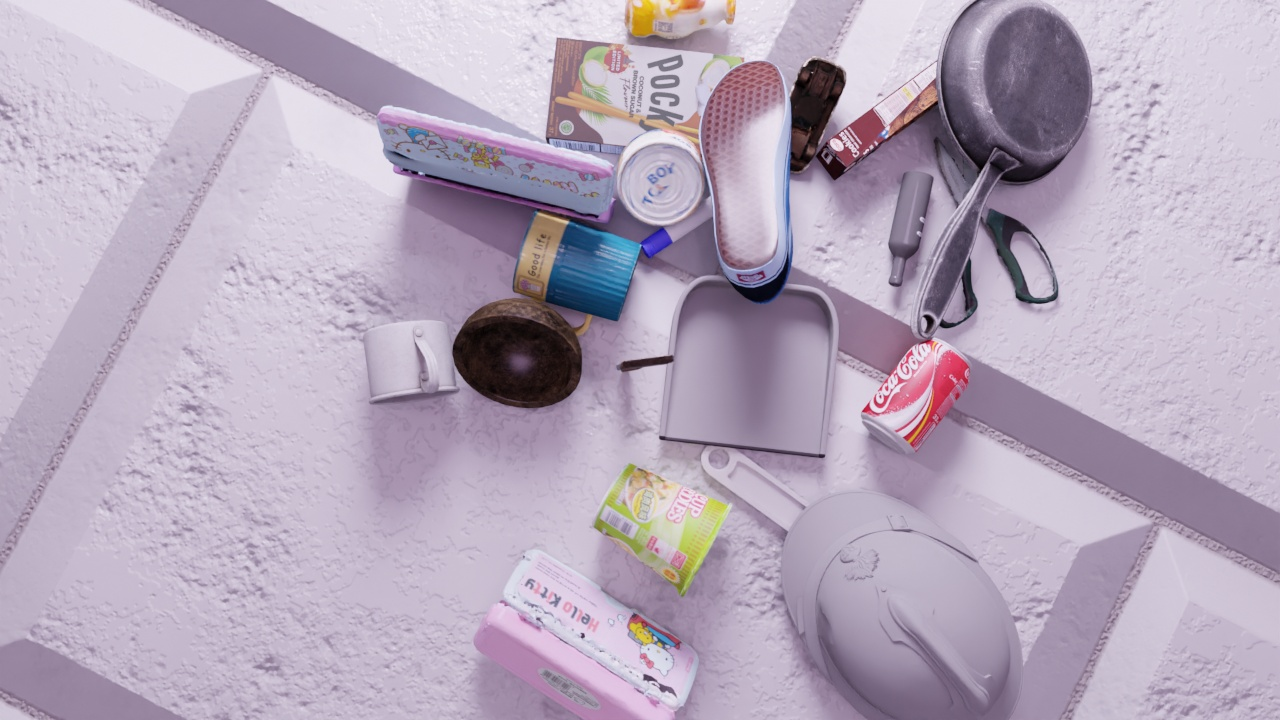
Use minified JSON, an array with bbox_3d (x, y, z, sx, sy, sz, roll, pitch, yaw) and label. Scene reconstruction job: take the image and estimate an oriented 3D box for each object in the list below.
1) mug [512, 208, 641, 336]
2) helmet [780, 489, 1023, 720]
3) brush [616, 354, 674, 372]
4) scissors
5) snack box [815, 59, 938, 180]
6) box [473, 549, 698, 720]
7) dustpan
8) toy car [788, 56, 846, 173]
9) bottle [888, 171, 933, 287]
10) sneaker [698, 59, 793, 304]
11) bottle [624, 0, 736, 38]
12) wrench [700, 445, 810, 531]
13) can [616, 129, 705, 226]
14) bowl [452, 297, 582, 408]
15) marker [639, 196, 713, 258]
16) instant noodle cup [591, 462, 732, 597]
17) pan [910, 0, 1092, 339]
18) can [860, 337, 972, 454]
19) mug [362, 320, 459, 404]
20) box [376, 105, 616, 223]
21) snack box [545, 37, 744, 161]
[{"bbox_3d":[-0.064,-0.076,0.886,0.107,0.083,0.114,17,115,-3],"label":"mug"},{"bbox_3d":[0.246,0.241,0.825,0.183,0.118,0.271,-40,85,-1],"label":"helmet"},{"bbox_3d":[-0.005,0.005,0.843,0.045,0.143,0.008,-7,88,-10],"label":"brush"},{"bbox_3d":[0.318,-0.126,0.918,0.146,0.015,0.209,-29,88,-1],"label":"scissors"},{"bbox_3d":[0.243,-0.237,0.905,0.141,0.051,0.032,-37,88,-2],"label":"snack box"},{"bbox_3d":[-0.048,0.272,0.879,0.202,0.087,0.102,33,48,1],"label":"box"},{"bbox_3d":[0.113,-0.042,0.900,0.163,0.033,0.257,6,82,0],"label":"dustpan"},{"bbox_3d":[0.164,-0.243,0.913,0.048,0.040,0.113,23,105,1],"label":"toy car"},{"bbox_3d":[0.264,-0.129,0.909,0.030,0.030,0.113,13,87,0],"label":"bottle"},{"bbox_3d":[0.105,-0.163,0.865,0.083,0.098,0.240,-4,66,15],"label":"sneaker"},{"bbox_3d":[0.038,-0.350,0.903,0.109,0.063,0.063,0,87,-1],"label":"bottle"},{"bbox_3d":[0.167,0.176,0.900,0.273,0.018,0.086,35,89,3],"label":"wrench"},{"bbox_3d":[0.019,-0.175,0.884,0.086,0.043,0.086,0,117,0],"label":"can"},{"bbox_3d":[-0.112,-0.016,0.871,0.121,0.121,0.056,9,45,0],"label":"bowl"},{"bbox_3d":[0.063,-0.148,0.914,0.141,0.020,0.020,-34,88,-3],"label":"marker"},{"bbox_3d":[0.018,0.152,0.864,0.108,0.099,0.099,29,87,8],"label":"instant noodle cup"},{"bbox_3d":[0.335,-0.187,0.880,0.187,0.055,0.356,23,82,-22],"label":"pan"},{"bbox_3d":[0.266,0.034,0.884,0.064,0.064,0.104,39,87,1],"label":"can"},{"bbox_3d":[-0.211,0.001,0.858,0.084,0.113,0.070,-6,84,-30],"label":"mug"},{"bbox_3d":[-0.129,-0.174,0.849,0.214,0.150,0.049,14,83,0],"label":"box"},{"bbox_3d":[0.005,-0.256,0.912,0.186,0.031,0.101,6,87,0],"label":"snack box"}]
